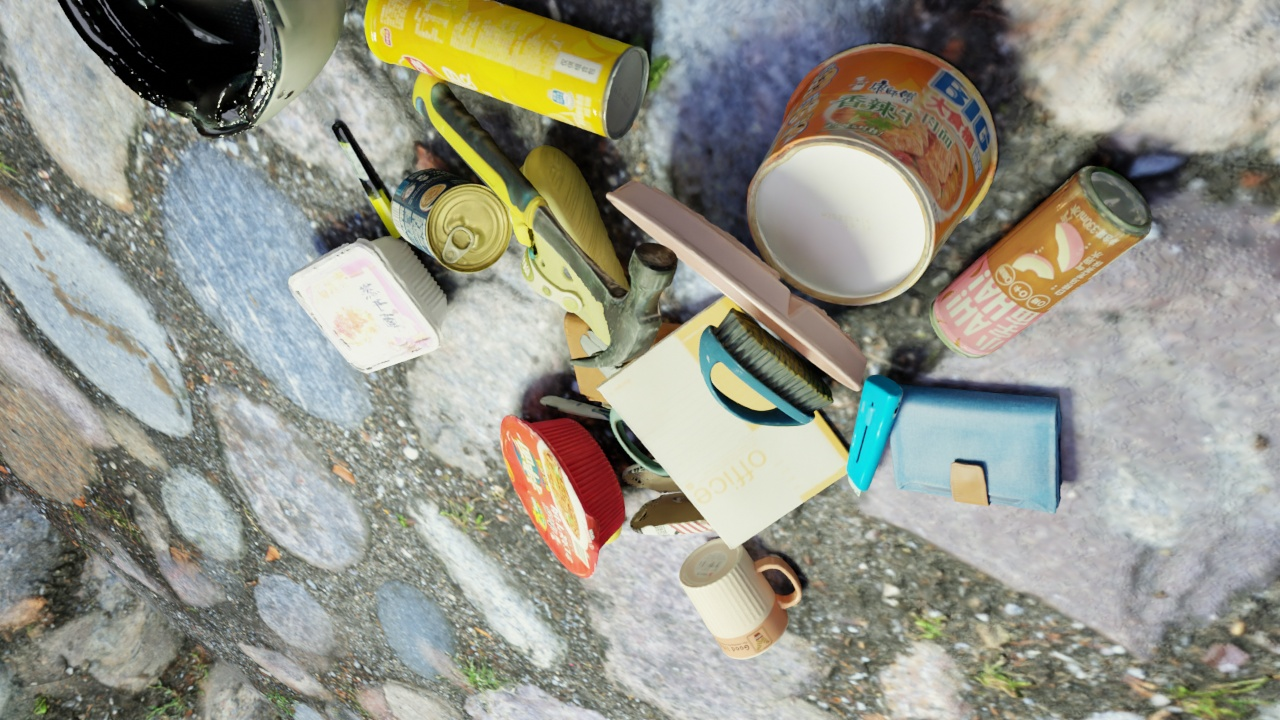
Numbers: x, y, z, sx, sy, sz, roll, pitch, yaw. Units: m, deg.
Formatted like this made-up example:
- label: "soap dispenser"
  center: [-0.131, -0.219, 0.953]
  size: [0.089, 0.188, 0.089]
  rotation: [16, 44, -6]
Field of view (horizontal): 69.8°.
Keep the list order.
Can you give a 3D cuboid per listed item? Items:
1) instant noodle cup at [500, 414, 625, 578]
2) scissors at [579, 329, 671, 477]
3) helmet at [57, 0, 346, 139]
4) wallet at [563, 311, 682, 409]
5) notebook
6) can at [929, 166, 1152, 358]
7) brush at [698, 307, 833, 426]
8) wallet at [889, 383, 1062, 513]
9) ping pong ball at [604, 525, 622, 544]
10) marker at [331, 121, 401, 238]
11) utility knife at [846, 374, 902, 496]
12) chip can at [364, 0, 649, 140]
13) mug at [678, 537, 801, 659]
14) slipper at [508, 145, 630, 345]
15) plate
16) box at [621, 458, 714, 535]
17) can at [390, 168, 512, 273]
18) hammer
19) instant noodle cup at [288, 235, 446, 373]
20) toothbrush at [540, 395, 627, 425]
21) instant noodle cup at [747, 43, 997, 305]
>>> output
- label: "instant noodle cup"
  center: [-0.077, 0.134, 0.982]
  size: [0.194, 0.065, 0.194]
  rotation: [45, 149, 36]
- label: "scissors"
  center: [0.014, 0.034, 0.854]
  size: [0.130, 0.019, 0.185]
  rotation: [-6, 119, 33]
- label: "helmet"
  center: [-0.336, -0.309, 0.727]
  size: [0.274, 0.156, 0.230]
  rotation: [11, 135, 41]
- label: "wallet"
  center: [-0.005, 0.005, 0.878]
  size: [0.132, 0.031, 0.108]
  rotation: [9, 128, 29]
- label: "notebook"
  center: [0.080, 0.060, 0.825]
  size: [0.146, 0.010, 0.206]
  rotation: [-35, 106, 11]
- label: "can"
  center: [0.262, -0.062, 0.612]
  size: [0.058, 0.057, 0.148]
  rotation: [38, 139, -1]
- label: "brush"
  center: [0.097, 0.015, 0.758]
  size: [0.074, 0.055, 0.143]
  rotation: [-43, 130, 17]
- label: "wallet"
  center: [0.269, 0.070, 0.745]
  size: [0.133, 0.040, 0.106]
  rotation: [6, 126, 33]
- label: "ping pong ball"
  center: [-0.041, 0.193, 1.067]
  size: [0.040, 0.040, 0.040]
  rotation: [19, 136, 19]
- label: "marker"
  center: [-0.268, -0.178, 0.907]
  size: [0.018, 0.015, 0.124]
  rotation: [-7, 120, 38]
- label: "utility knife"
  center: [0.194, 0.068, 0.779]
  size: [0.034, 0.018, 0.160]
  rotation: [48, 156, 33]
- label: "chip can"
  center: [-0.103, -0.234, 0.697]
  size: [0.213, 0.071, 0.072]
  rotation: [22, 137, 16]
- label: "mug"
  center: [0.113, 0.250, 0.992]
  size: [0.115, 0.081, 0.106]
  rotation: [-26, 111, 17]
- label: "slipper"
  center: [-0.066, -0.085, 0.782]
  size: [0.082, 0.091, 0.191]
  rotation: [-18, 123, 14]
- label: "plate"
  center: [0.073, -0.058, 0.665]
  size: [0.229, 0.229, 0.028]
  rotation: [37, 95, 0]
- label: "box"
  center: [0.049, 0.123, 0.926]
  size: [0.163, 0.076, 0.087]
  rotation: [-16, 102, 42]
- label: "can"
  center: [-0.169, -0.126, 0.808]
  size: [0.111, 0.075, 0.075]
  rotation: [31, 149, 54]
- label: "hammer"
  center: [-0.089, -0.118, 0.693]
  size: [0.323, 0.031, 0.126]
  rotation: [49, 139, 30]
- label: "instant noodle cup"
  center: [-0.282, -0.067, 0.982]
  size: [0.174, 0.060, 0.138]
  rotation: [-15, 117, 41]
- label: "toothbrush"
  center: [-0.023, 0.062, 0.955]
  size: [0.192, 0.016, 0.018]
  rotation: [12, 143, 26]
- label: "instant noodle cup"
  center: [0.145, -0.115, 0.604]
  size: [0.151, 0.111, 0.152]
  rotation: [19, 135, 20]
